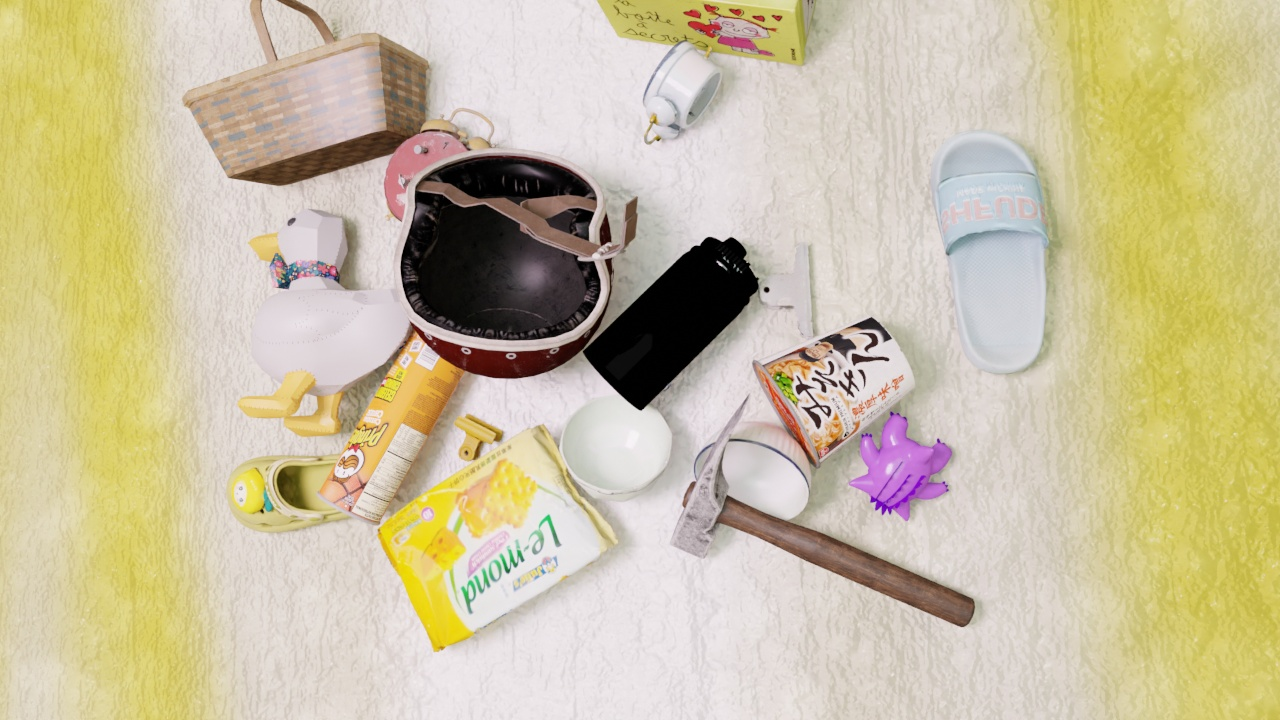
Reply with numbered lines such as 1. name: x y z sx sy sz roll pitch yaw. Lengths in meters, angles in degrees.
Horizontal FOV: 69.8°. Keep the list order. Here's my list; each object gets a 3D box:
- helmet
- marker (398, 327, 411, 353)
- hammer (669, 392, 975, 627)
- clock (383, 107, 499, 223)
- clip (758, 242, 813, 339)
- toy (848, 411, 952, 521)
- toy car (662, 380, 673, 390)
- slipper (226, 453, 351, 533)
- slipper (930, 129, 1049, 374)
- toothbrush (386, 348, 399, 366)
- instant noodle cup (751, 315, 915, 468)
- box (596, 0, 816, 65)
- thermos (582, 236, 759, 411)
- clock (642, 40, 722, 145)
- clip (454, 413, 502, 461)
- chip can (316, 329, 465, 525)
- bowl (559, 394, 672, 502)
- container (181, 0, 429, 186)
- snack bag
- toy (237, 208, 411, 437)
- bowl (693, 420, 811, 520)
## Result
1. helmet: -0.126 -0.103 0.923 0.233 0.233 0.254 7 126 -1
2. marker: -0.274 -0.008 1.071 0.017 0.017 0.145 -9 83 13
3. hammer: 0.192 0.164 0.878 0.300 0.036 0.218 23 135 5
4. clock: -0.223 -0.214 1.044 0.117 0.081 0.159 29 92 15
5. clip: 0.152 -0.073 0.962 0.056 0.046 0.101 -2 83 1
6. toy: 0.258 0.110 0.907 0.106 0.055 0.088 32 103 -5
7. toy car: -0.006 0.006 0.998 0.090 0.027 0.038 13 90 15
8. slipper: -0.400 0.152 1.056 0.191 0.081 0.091 -6 86 11
9. slipper: 0.348 -0.109 0.898 0.104 0.074 0.245 -5 85 12
10. toothbrush: -0.293 0.070 1.070 0.016 0.016 0.180 1 86 14
11. instant noodle cup: 0.194 0.023 0.907 0.122 0.123 0.123 -31 78 0
12. box: 0.069 -0.386 0.969 0.221 0.124 0.082 12 85 13
13. thermos: 0.041 -0.048 0.947 0.198 0.086 0.086 -44 76 -8
14. clock: 0.037 -0.284 0.988 0.057 0.083 0.117 36 93 8
15. clip: -0.189 0.090 1.035 0.054 0.044 0.049 26 66 13
16. chip can: -0.268 0.069 1.014 0.075 0.075 0.215 26 82 15
17. bowl: -0.025 0.100 0.967 0.117 0.061 0.117 0 55 -1
18. container: -0.383 -0.323 1.059 0.250 0.157 0.186 -13 93 12
19. snack bag: -0.160 0.193 0.998 0.247 0.068 0.159 -32 79 9
20. toy: -0.360 -0.052 1.039 0.247 0.141 0.267 0 71 22
21. bowl: 0.119 0.103 0.929 0.118 0.118 0.062 14 44 15
